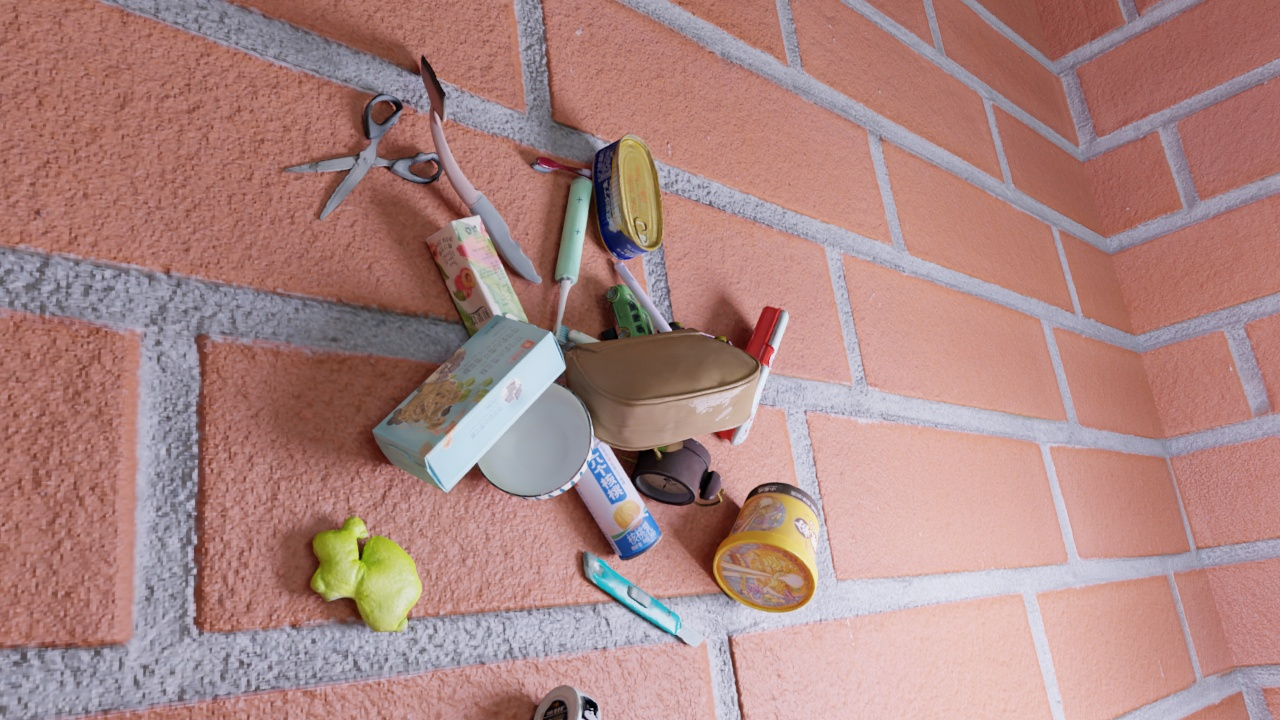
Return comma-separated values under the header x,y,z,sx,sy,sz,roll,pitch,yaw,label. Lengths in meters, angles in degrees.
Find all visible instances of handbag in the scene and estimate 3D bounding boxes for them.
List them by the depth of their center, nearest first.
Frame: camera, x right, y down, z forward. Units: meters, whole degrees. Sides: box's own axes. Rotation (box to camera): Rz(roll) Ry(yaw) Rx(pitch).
x,y,z,sx,sy,sz,roll,pitch,yaw,label
0.020,0.031,0.972,0.204,0.148,0.100,-9,123,-33,handbag

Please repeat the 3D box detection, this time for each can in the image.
x,y,z,sx,sy,sz,roll,pitch,yaw,label
-0.033,0.140,0.961,0.053,0.053,0.134,-39,102,-47,can
-0.016,-0.197,1.110,0.074,0.049,0.148,5,73,-46,can

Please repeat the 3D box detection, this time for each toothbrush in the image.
x,y,z,sx,sy,sz,roll,pitch,yaw,label
-0.006,0.006,1.044,0.189,0.020,0.029,26,24,-34,toothbrush
-0.081,-0.118,1.047,0.027,0.027,0.224,21,58,-25,toothbrush
0.022,-0.041,1.092,0.189,0.021,0.029,57,26,13,toothbrush
-0.060,-0.224,1.125,0.187,0.017,0.016,3,67,-47,toothbrush

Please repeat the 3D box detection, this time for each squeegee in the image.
x,y,z,sx,sy,sz,roll,pitch,yaw,label
-0.169,-0.176,0.944,0.250,0.040,0.247,64,-4,-30,squeegee

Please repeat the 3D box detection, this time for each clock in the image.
x,y,z,sx,sy,sz,roll,pitch,yaw,label
0.042,0.127,1.022,0.122,0.082,0.055,39,53,-25,clock

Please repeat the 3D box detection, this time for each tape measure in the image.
x,y,z,sx,sy,sz,roll,pitch,yaw,label
-0.068,0.331,0.833,0.033,0.066,0.065,41,50,-31,tape measure

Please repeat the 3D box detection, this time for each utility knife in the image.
x,y,z,sx,sy,sz,roll,pitch,yaw,label
0.005,0.258,0.978,0.186,0.013,0.029,40,48,-26,utility knife

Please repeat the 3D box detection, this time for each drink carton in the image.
x,y,z,sx,sy,sz,roll,pitch,yaw,label
-0.164,-0.080,0.927,0.045,0.054,0.122,-29,95,-48,drink carton

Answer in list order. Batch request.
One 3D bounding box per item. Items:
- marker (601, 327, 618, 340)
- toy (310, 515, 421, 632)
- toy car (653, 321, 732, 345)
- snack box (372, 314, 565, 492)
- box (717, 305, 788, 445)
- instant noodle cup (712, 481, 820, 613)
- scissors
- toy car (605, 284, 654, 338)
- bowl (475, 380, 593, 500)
x,y,z,sx,sy,sz,roll,pitch,yaw,label
-0.013,0.025,1.057,0.132,0.020,0.022,68,15,1,marker
-0.226,0.179,0.768,0.100,0.031,0.096,13,62,-41,toy
0.065,-0.010,1.135,0.122,0.037,0.056,15,63,-32,toy car
-0.152,0.034,0.835,0.174,0.074,0.052,-48,138,-30,snack box
0.150,0.019,1.186,0.047,0.087,0.200,18,48,10,box
0.156,0.215,1.080,0.118,0.119,0.114,50,37,-17,instant noodle cup
-0.268,-0.199,0.908,0.159,0.014,0.177,18,63,-37,scissors
-0.010,-0.048,1.067,0.043,0.036,0.091,24,42,-65,toy car
-0.100,0.081,0.895,0.066,0.116,0.116,74,9,-71,bowl
